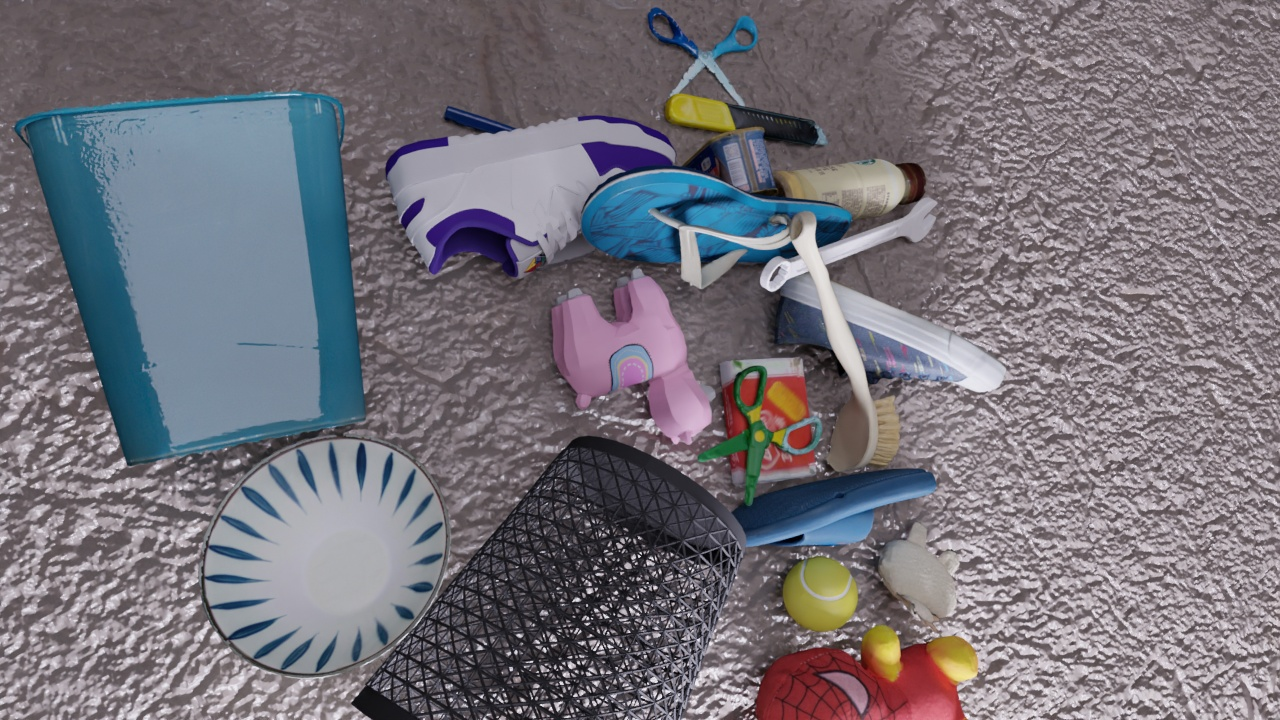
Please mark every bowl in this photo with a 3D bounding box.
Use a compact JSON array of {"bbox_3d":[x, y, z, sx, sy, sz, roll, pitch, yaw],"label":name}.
[{"bbox_3d":[-0.224,0.149,0.682,0.177,0.071,0.177,0,62,0],"label":"bowl"}]

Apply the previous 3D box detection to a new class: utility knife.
[{"bbox_3d":[0.107,-0.231,0.893,0.174,0.020,0.029,6,96,-18],"label":"utility knife"}]

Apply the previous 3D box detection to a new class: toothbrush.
[{"bbox_3d":[-0.083,-0.189,0.825,0.190,0.016,0.017,16,83,-15],"label":"toothbrush"}]

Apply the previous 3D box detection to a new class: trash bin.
[{"bbox_3d":[-0.048,0.202,0.680,0.217,0.217,0.242,37,65,-9],"label":"trash bin"},{"bbox_3d":[-0.292,-0.050,0.650,0.199,0.197,0.218,-11,91,-19],"label":"trash bin"}]

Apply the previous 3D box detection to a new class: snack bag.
[{"bbox_3d":[0.117,0.054,0.841,0.077,0.036,0.116,-3,82,-19],"label":"snack bag"}]

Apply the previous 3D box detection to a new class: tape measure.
[{"bbox_3d":[-0.072,-0.116,0.814,0.062,0.020,0.060,-16,87,-20],"label":"tape measure"}]

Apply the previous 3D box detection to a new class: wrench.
[{"bbox_3d":[0.201,-0.108,0.852,0.272,0.047,0.009,-22,48,-39],"label":"wrench"}]

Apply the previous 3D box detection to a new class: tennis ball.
[{"bbox_3d":[0.159,0.207,0.814,0.065,0.065,0.065,3,80,-18],"label":"tennis ball"}]

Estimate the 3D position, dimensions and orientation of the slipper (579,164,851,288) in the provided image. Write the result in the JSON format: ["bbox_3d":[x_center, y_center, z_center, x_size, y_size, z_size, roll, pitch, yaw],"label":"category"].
[{"bbox_3d":[0.074,-0.101,0.788,0.294,0.118,0.060,0,67,-38],"label":"slipper"}]

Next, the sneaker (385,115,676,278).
[{"bbox_3d":[-0.079,-0.127,0.758,0.244,0.092,0.111,-10,80,-14],"label":"sneaker"}]

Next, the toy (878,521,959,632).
[{"bbox_3d":[0.259,0.205,0.854,0.087,0.050,0.112,39,50,-9],"label":"toy"}]

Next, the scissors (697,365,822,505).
[{"bbox_3d":[0.110,0.067,0.810,0.127,0.011,0.125,13,76,-15],"label":"scissors"}]

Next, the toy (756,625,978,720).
[{"bbox_3d":[0.195,0.308,0.794,0.216,0.099,0.147,-1,71,-19],"label":"toy"}]

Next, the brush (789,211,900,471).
[{"bbox_3d":[0.175,-0.010,0.803,0.077,0.062,0.272,-31,122,-15],"label":"brush"}]

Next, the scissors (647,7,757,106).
[{"bbox_3d":[0.061,-0.300,0.894,0.133,0.014,0.127,40,76,-13],"label":"scissors"}]

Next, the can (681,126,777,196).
[{"bbox_3d":[0.080,-0.165,0.831,0.054,0.100,0.059,-13,87,-19],"label":"can"}]

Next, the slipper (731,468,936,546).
[{"bbox_3d":[0.174,0.136,0.814,0.213,0.104,0.059,-11,87,-23],"label":"slipper"}]

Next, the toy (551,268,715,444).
[{"bbox_3d":[-0.005,0.004,0.794,0.123,0.067,0.157,-21,92,-19],"label":"toy"}]

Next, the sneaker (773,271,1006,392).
[{"bbox_3d":[0.231,-0.011,0.876,0.235,0.087,0.079,22,94,-9],"label":"sneaker"}]

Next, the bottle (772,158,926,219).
[{"bbox_3d":[0.200,-0.164,0.893,0.162,0.057,0.056,-11,85,-20],"label":"bottle"}]
